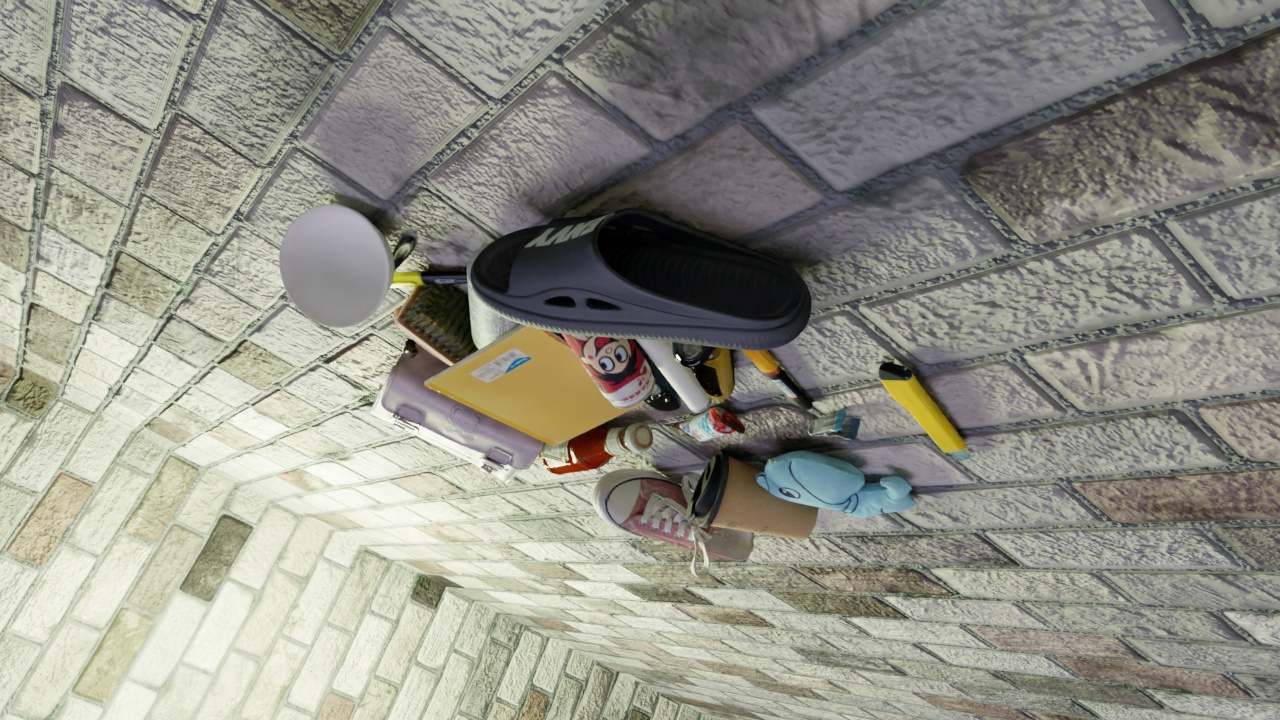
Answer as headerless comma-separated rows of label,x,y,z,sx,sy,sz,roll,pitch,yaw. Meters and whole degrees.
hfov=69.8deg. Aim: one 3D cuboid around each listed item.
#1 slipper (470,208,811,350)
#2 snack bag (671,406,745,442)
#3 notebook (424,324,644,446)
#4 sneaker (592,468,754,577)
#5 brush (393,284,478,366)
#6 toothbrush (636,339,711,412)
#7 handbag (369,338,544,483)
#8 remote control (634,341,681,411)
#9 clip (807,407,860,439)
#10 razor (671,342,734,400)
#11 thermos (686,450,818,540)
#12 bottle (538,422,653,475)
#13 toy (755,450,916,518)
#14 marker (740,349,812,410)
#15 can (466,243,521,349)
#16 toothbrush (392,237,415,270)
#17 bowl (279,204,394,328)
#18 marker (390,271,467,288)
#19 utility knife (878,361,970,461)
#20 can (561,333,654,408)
slipper,-0.002,-0.078,0.699,0.268,0.110,0.083,10,137,14
snack bag,0.074,0.071,1.002,0.045,0.026,0.105,26,157,-16
notebook,-0.101,0.031,0.964,0.146,0.010,0.206,-27,144,25
sneaker,0.055,0.209,1.204,0.241,0.118,0.088,25,174,-19
brush,-0.193,-0.019,0.982,0.145,0.063,0.073,41,139,-25
toothbrush,0.015,-0.016,0.878,0.027,0.026,0.221,13,155,37
handbag,-0.214,0.061,1.109,0.197,0.098,0.145,27,149,-12
remote control,-0.006,0.005,0.937,0.053,0.024,0.136,-9,137,42
clip,0.187,0.065,0.901,0.044,0.027,0.058,27,156,-29
razor,0.060,-0.003,0.829,0.062,0.067,0.167,15,160,18
thermos,0.131,0.164,1.075,0.143,0.092,0.093,17,156,-5
bottle,-0.056,0.107,1.145,0.059,0.059,0.207,35,152,-25
toy,0.206,0.134,0.995,0.156,0.049,0.162,36,146,-30
marker,0.130,0.014,0.860,0.018,0.015,0.124,1,150,42
can,-0.136,-0.054,0.888,0.058,0.058,0.147,21,155,2
toothbrush,-0.267,-0.094,0.968,0.015,0.018,0.182,30,152,-19
bowl,-0.286,-0.095,0.906,0.118,0.118,0.064,17,-166,11
marker,-0.208,-0.082,0.928,0.124,0.015,0.018,1,153,24
utility knife,0.257,0.049,0.821,0.033,0.015,0.177,5,152,45
can,-0.036,-0.017,0.857,0.053,0.053,0.133,1,137,38
